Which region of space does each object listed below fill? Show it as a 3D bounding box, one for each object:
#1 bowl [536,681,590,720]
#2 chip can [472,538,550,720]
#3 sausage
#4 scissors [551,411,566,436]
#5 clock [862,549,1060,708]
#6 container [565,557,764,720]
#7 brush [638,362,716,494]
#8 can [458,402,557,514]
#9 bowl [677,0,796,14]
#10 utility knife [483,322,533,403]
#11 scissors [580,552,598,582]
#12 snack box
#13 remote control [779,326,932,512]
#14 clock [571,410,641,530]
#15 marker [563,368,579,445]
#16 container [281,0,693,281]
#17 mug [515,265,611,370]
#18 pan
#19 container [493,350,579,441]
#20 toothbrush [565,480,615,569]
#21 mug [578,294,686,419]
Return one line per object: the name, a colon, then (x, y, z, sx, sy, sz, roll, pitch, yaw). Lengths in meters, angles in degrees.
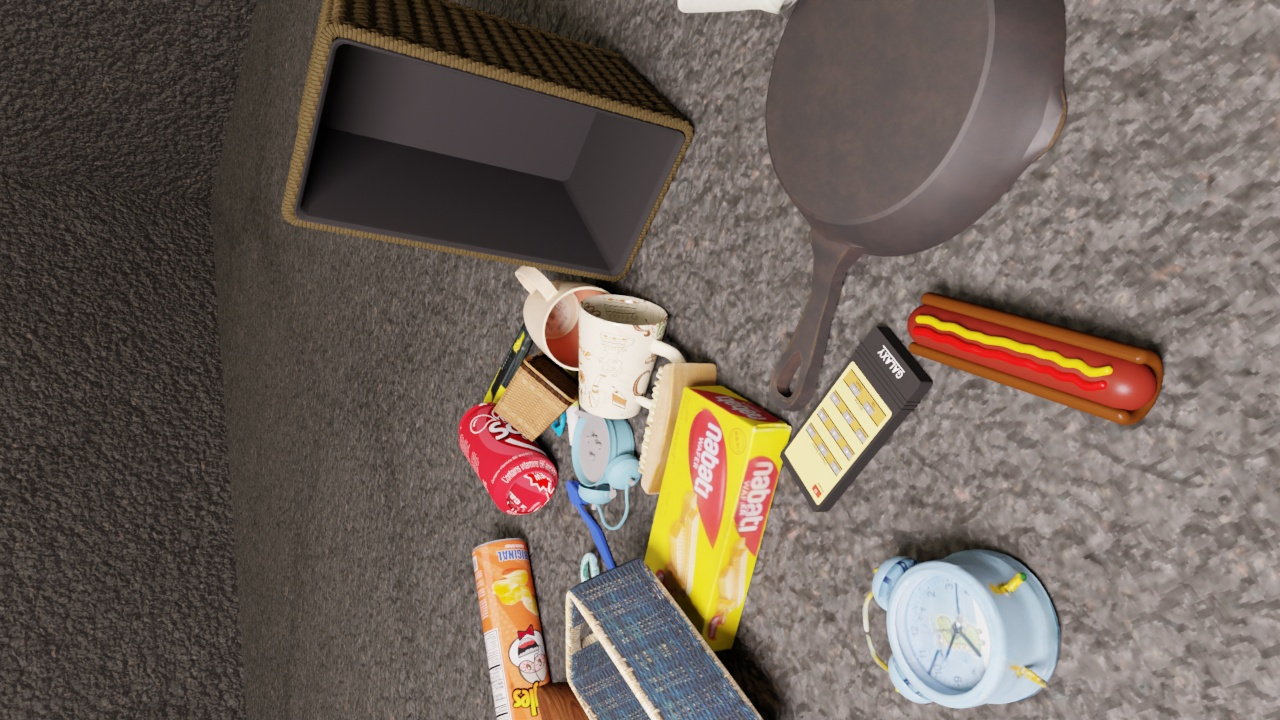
bowl: (-0.035, 0.353, 0.831, 0.147, 0.068, 0.147, 55, 155, 40)
chip can: (-0.139, 0.307, 1.009, 0.062, 0.062, 0.210, -42, 54, 47)
sausage: (0.214, -0.005, 0.519, 0.156, 0.040, 0.040, 27, 110, 54)
scissors: (-0.107, 0.022, 1.027, 0.086, 0.015, 0.135, -24, 67, 55)
clock: (0.182, 0.159, 0.545, 0.125, 0.051, 0.088, -22, 71, 54)
container: (0.017, 0.270, 0.716, 0.187, 0.071, 0.145, 48, 147, 38)
brush: (0.029, 0.055, 0.784, 0.039, 0.049, 0.117, 29, 112, 51)
can: (-0.151, 0.108, 1.031, 0.142, 0.074, 0.074, 44, 123, 49)
bowl: (0.107, -0.298, 0.645, 0.058, 0.176, 0.177, 44, 136, -2)
utility knife: (-0.152, 0.003, 1.092, 0.171, 0.020, 0.028, -60, 44, 34)
scissors: (-0.040, 0.247, 0.902, 0.119, 0.012, 0.129, 52, 135, 44)
snack box: (0.056, 0.128, 0.746, 0.092, 0.042, 0.201, 32, 115, 51)
remote control: (0.146, 0.043, 0.641, 0.134, 0.013, 0.058, -61, 41, 34)
clock: (-0.035, 0.103, 0.886, 0.088, 0.042, 0.123, -40, 54, 48)
marker: (-0.074, 0.024, 0.975, 0.014, 0.014, 0.132, -22, 69, 54)
container: (-0.152, -0.225, 0.852, 0.177, 0.320, 0.204, -62, 34, 32)
mug: (-0.082, -0.052, 0.914, 0.085, 0.111, 0.104, -44, 25, -8)
pan: (0.145, -0.126, 0.629, 0.249, 0.043, 0.357, 41, 121, 50)
container: (-0.099, 0.035, 0.908, 0.061, 0.063, 0.114, -50, 0, 7)
toothbrush: (-0.034, 0.192, 0.910, 0.186, 0.011, 0.017, 59, 134, 36)
mug: (-0.005, 0.005, 0.838, 0.122, 0.080, 0.097, 21, 115, 28)
